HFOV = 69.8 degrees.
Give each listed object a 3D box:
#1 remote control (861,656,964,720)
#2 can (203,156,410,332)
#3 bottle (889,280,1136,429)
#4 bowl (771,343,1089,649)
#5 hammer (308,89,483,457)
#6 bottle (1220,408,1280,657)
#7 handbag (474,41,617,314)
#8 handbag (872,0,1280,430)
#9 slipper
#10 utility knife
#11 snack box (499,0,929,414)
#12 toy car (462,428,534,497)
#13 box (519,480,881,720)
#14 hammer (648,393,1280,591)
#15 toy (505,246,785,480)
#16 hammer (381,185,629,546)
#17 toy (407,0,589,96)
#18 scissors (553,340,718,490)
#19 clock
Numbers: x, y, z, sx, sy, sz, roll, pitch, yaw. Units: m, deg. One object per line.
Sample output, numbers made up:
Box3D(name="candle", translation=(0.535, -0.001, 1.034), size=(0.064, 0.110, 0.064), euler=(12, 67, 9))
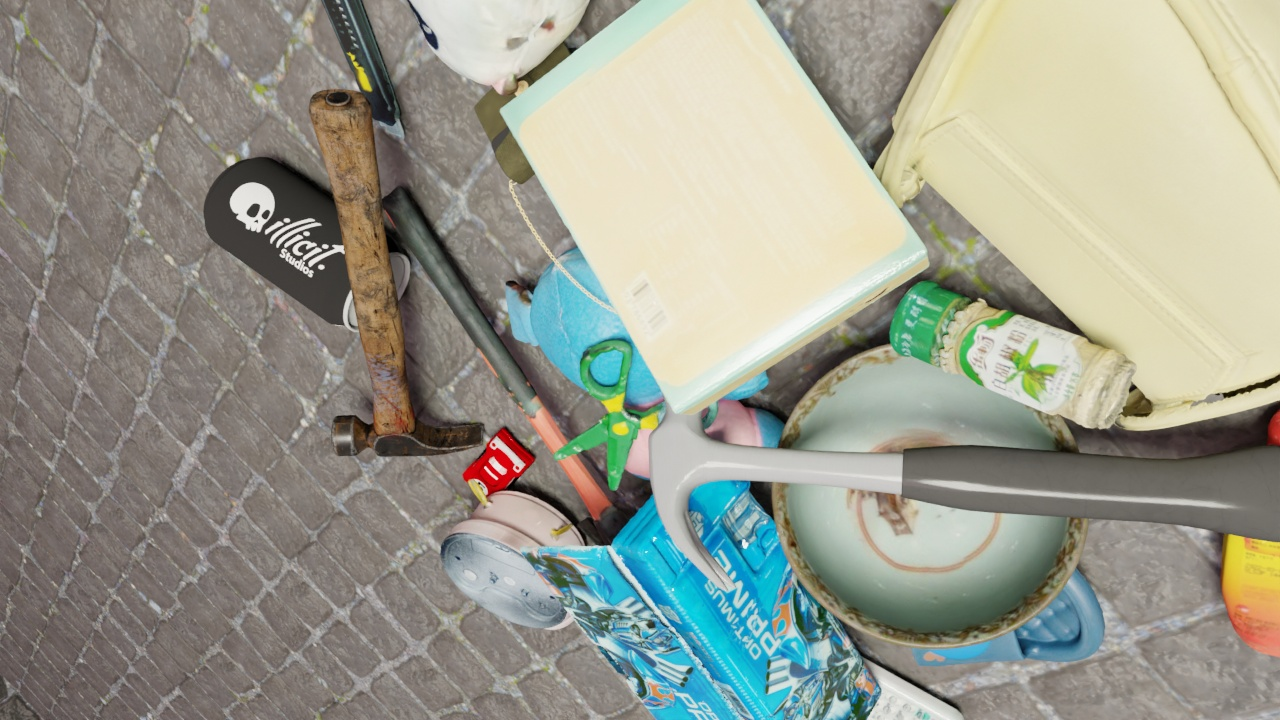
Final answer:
Box3D(name="remote control", translation=(0.169, 0.241, 0.678), size=(0.133, 0.022, 0.050), euler=(27, 130, 17))
Box3D(name="can", translation=(-0.257, -0.090, 0.708), size=(0.146, 0.080, 0.080), euler=(33, 131, 11))
Box3D(name="bottle", translation=(0.178, -0.003, 0.446), size=(0.110, 0.042, 0.043), euler=(28, 132, 37))
Box3D(name="bowl", translation=(0.159, 0.077, 0.519), size=(0.160, 0.094, 0.159), euler=(-4, 76, 17))
Box3D(name="hammer", translation=(-0.177, -0.039, 0.644), size=(0.120, 0.033, 0.331), euler=(-1, 138, -8))
Box3D(name="bottle", translation=(0.334, 0.085, 0.456), size=(0.072, 0.048, 0.134), euler=(5, 120, 30))
Box3D(name="handbag", translation=(-0.035, -0.101, 0.529), size=(0.084, 0.027, 0.178), euler=(-35, 68, 20))
Box3D(name="handbag", translation=(0.223, -0.081, 0.410), size=(0.233, 0.088, 0.191), euler=(45, 147, 0))
Box3D(name="slipper", translation=(0.179, 0.147, 0.590), size=(0.214, 0.059, 0.104), euler=(1, 117, 35))
Box3D(name="utility knife", translation=(-0.199, -0.233, 0.623), size=(0.029, 0.020, 0.174), euler=(-2, 117, 36))
Box3D(name="snack box", translation=(0.032, -0.090, 0.468), size=(0.142, 0.044, 0.193), euler=(-33, 75, 14))
Box3D(name="toy car", translation=(-0.121, 0.091, 0.770), size=(0.038, 0.025, 0.090), euler=(44, 132, 2))
Box3D(name="box", translation=(0.045, 0.175, 0.610), size=(0.114, 0.113, 0.243), euler=(3, 133, 53))
Box3D(name="hammer", translation=(0.154, 0.061, 0.457), size=(0.311, 0.029, 0.125), euler=(2, 81, 16))
Box3D(name="toy", translation=(-0.004, 0.004, 0.603), size=(0.225, 0.098, 0.191), euler=(-3, 127, 43))
Box3D(name="hammer", translation=(-0.091, 0.014, 0.672), size=(0.333, 0.033, 0.133), euler=(57, 167, -1))
Box3D(name="toy", translation=(-0.097, -0.242, 0.509), size=(0.179, 0.101, 0.139), euler=(51, 148, 22))
Box3D(name="scissors", translation=(-0.002, 0.041, 0.559), size=(0.112, 0.012, 0.131), euler=(12, 132, 6))
Box3D(name="clock", translation=(-0.102, 0.177, 0.776), size=(0.117, 0.058, 0.158), euler=(18, 136, 16))
